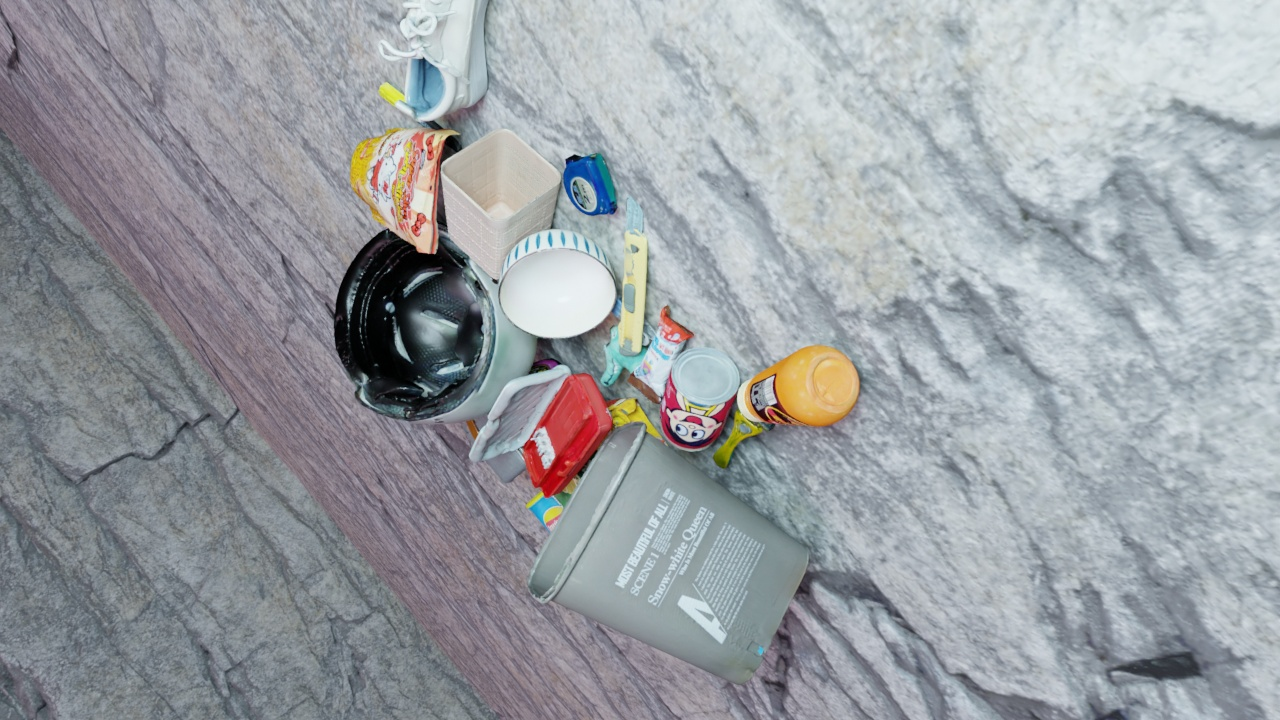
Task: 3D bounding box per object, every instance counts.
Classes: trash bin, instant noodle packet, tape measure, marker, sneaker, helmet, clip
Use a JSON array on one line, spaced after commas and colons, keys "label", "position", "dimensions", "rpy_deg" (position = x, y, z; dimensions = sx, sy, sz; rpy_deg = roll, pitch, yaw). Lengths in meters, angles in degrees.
[{"label": "trash bin", "position": [0.028, 0.201, 0.933], "dimensions": [0.219, 0.198, 0.199], "rpy_deg": [31, 168, -7]}, {"label": "instant noodle packet", "position": [-0.008, 0.102, 1.066], "dimensions": [0.128, 0.044, 0.111], "rpy_deg": [55, 148, -13]}, {"label": "tape measure", "position": [-0.046, -0.162, 0.842], "dimensions": [0.055, 0.025, 0.058], "rpy_deg": [11, 128, 51]}, {"label": "marker", "position": [-0.240, -0.264, 0.999], "dimensions": [0.124, 0.015, 0.018], "rpy_deg": [40, 154, 15]}, {"label": "sneaker", "position": [-0.180, -0.307, 0.795], "dimensions": [0.089, 0.090, 0.243], "rpy_deg": [41, 148, 13]}, {"label": "tape measure", "position": [-0.116, 0.027, 1.114], "dimensions": [0.058, 0.057, 0.039], "rpy_deg": [49, 162, 55]}, {"label": "helmet", "position": [-0.221, -0.035, 1.069], "dimensions": [0.274, 0.230, 0.156], "rpy_deg": [22, -176, 42]}, {"label": "clip", "position": [-0.006, -0.041, 0.932], "dimensions": [0.058, 0.037, 0.026], "rpy_deg": [52, 145, 2]}]

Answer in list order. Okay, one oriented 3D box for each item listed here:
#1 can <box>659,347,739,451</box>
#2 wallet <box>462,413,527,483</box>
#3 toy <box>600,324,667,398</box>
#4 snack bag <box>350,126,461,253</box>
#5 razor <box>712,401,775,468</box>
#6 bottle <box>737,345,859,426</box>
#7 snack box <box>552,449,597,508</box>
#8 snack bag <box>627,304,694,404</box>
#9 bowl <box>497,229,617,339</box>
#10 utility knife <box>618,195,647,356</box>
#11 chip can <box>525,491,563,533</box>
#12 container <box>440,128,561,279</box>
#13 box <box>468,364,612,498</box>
[{"label": "can", "position": [0.055, 0.040, 0.890], "dimensions": [0.066, 0.066, 0.094], "rpy_deg": [39, 149, 18]}, {"label": "wallet", "position": [-0.189, 0.108, 1.197], "dimensions": [0.106, 0.036, 0.130], "rpy_deg": [49, 152, -1]}, {"label": "toy", "position": [-0.006, 0.006, 0.964], "dimensions": [0.092, 0.030, 0.097], "rpy_deg": [44, 129, 16]}, {"label": "snack bag", "position": [-0.255, -0.195, 1.002], "dimensions": [0.208, 0.073, 0.129], "rpy_deg": [27, 105, 54]}, {"label": "razor", "position": [0.095, 0.083, 0.928], "dimensions": [0.043, 0.028, 0.133], "rpy_deg": [40, 151, 10]}, {"label": "bottle", "position": [0.126, 0.028, 0.794], "dimensions": [0.067, 0.066, 0.150], "rpy_deg": [54, 157, -6]}, {"label": "snack box", "position": [-0.138, 0.082, 1.198], "dimensions": [0.240, 0.063, 0.115], "rpy_deg": [48, 152, 4]}, {"label": "snack bag", "position": [0.021, -0.005, 0.907], "dimensions": [0.045, 0.026, 0.106], "rpy_deg": [37, 128, 17]}, {"label": "bowl", "position": [-0.084, -0.085, 0.916], "dimensions": [0.117, 0.116, 0.066], "rpy_deg": [85, 177, -45]}, {"label": "utility knife", "position": [-0.007, -0.075, 0.885], "dimensions": [0.031, 0.019, 0.183], "rpy_deg": [23, 127, 24]}, {"label": "chip can", "position": [-0.068, 0.262, 1.299], "dimensions": [0.210, 0.071, 0.071], "rpy_deg": [49, 150, 1]}, {"label": "container", "position": [-0.142, -0.152, 0.921], "dimensions": [0.090, 0.090, 0.111], "rpy_deg": [42, 152, 13]}, {"label": "box", "position": [-0.117, 0.090, 1.030], "dimensions": [0.094, 0.100, 0.202], "rpy_deg": [63, 147, 20]}]
